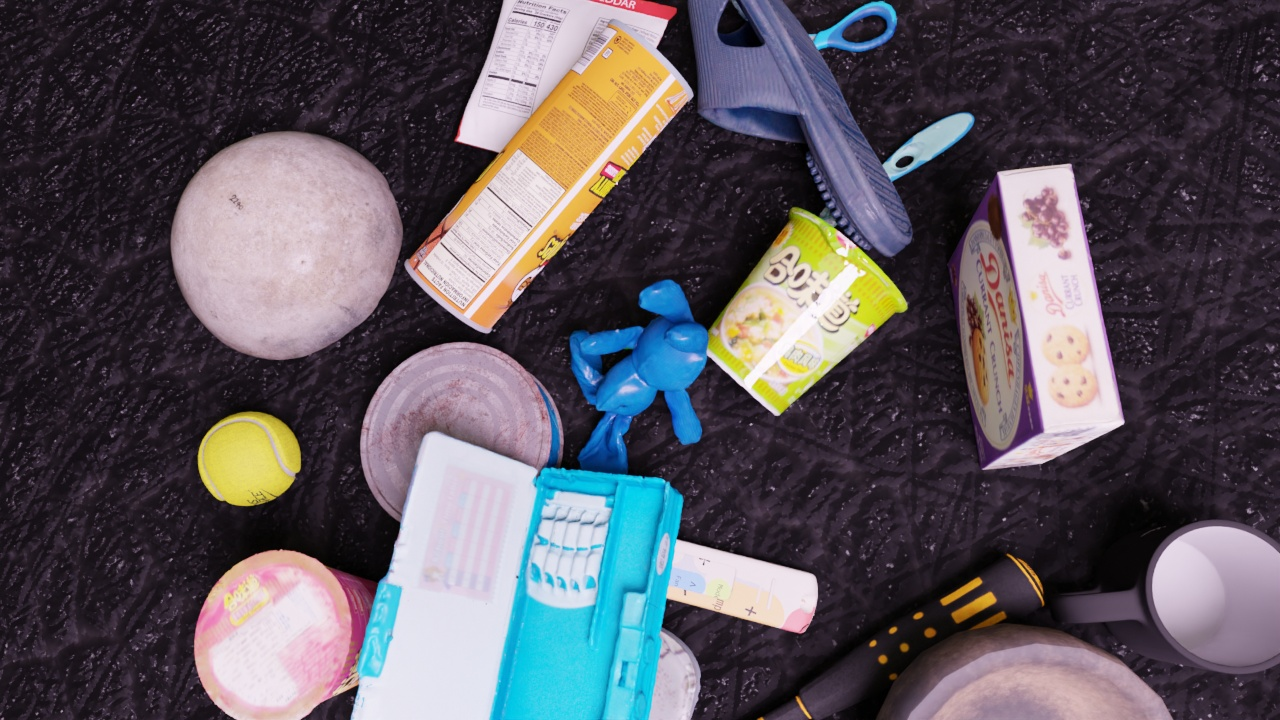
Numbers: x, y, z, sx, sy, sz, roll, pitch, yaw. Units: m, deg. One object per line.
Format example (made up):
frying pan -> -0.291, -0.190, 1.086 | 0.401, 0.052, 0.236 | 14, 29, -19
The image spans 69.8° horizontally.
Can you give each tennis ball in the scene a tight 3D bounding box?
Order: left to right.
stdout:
tennis ball -> -0.271, 0.068, 0.636 | 0.065, 0.065, 0.065 | -2, 76, 8

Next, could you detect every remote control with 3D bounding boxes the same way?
remote control -> 0.051, 0.142, 0.593 | 0.126, 0.018, 0.038 | 13, 79, 10

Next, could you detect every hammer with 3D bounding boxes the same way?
hammer -> 0.102, 0.214, 0.561 | 0.321, 0.036, 0.123 | -30, 75, 3

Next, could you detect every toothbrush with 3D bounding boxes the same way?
toothbrush -> 0.178, -0.134, 0.640 | 0.135, 0.017, 0.022 | -36, 67, -1

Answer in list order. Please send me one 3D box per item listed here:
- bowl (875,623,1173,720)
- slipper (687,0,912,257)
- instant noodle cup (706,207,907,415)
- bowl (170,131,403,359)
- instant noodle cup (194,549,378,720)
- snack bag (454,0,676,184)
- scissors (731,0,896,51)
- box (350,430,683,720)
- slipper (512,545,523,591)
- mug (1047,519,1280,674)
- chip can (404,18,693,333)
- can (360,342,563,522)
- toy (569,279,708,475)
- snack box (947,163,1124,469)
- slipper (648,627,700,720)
bowl -> 0.203, 0.221, 0.504 | 0.162, 0.070, 0.162 | 0, 94, -1
slipper -> 0.090, -0.171, 0.623 | 0.083, 0.101, 0.263 | -34, 72, 28
instant noodle cup -> 0.098, -0.027, 0.593 | 0.099, 0.099, 0.108 | 43, 95, 16
bowl -> -0.272, -0.095, 0.670 | 0.178, 0.081, 0.178 | -2, 78, 7
instant noodle cup -> -0.204, 0.171, 0.578 | 0.098, 0.108, 0.097 | -2, 76, 8
snack bag -> -0.057, -0.215, 0.684 | 0.131, 0.039, 0.144 | 17, 83, 8
scissors -> 0.121, -0.241, 0.678 | 0.140, 0.011, 0.134 | -17, 75, 6
box -> -0.073, 0.169, 0.531 | 0.169, 0.086, 0.226 | 13, 71, -7
slipper -> -0.125, 0.247, 0.580 | 0.114, 0.054, 0.272 | 13, 78, 16
mug -> 0.293, 0.135, 0.520 | 0.113, 0.088, 0.078 | -8, 75, 7
chip can -> -0.063, -0.123, 0.628 | 0.075, 0.075, 0.215 | 43, 95, 16
can -> -0.121, 0.056, 0.627 | 0.130, 0.044, 0.129 | -2, 76, 8
toy -> -0.003, 0.003, 0.582 | 0.070, 0.177, 0.112 | -19, 69, -35
snack box -> 0.224, -0.017, 0.537 | 0.040, 0.148, 0.143 | -6, 75, 7
slipper -> -0.040, 0.285, 0.536 | 0.098, 0.054, 0.268 | 14, 86, 22
